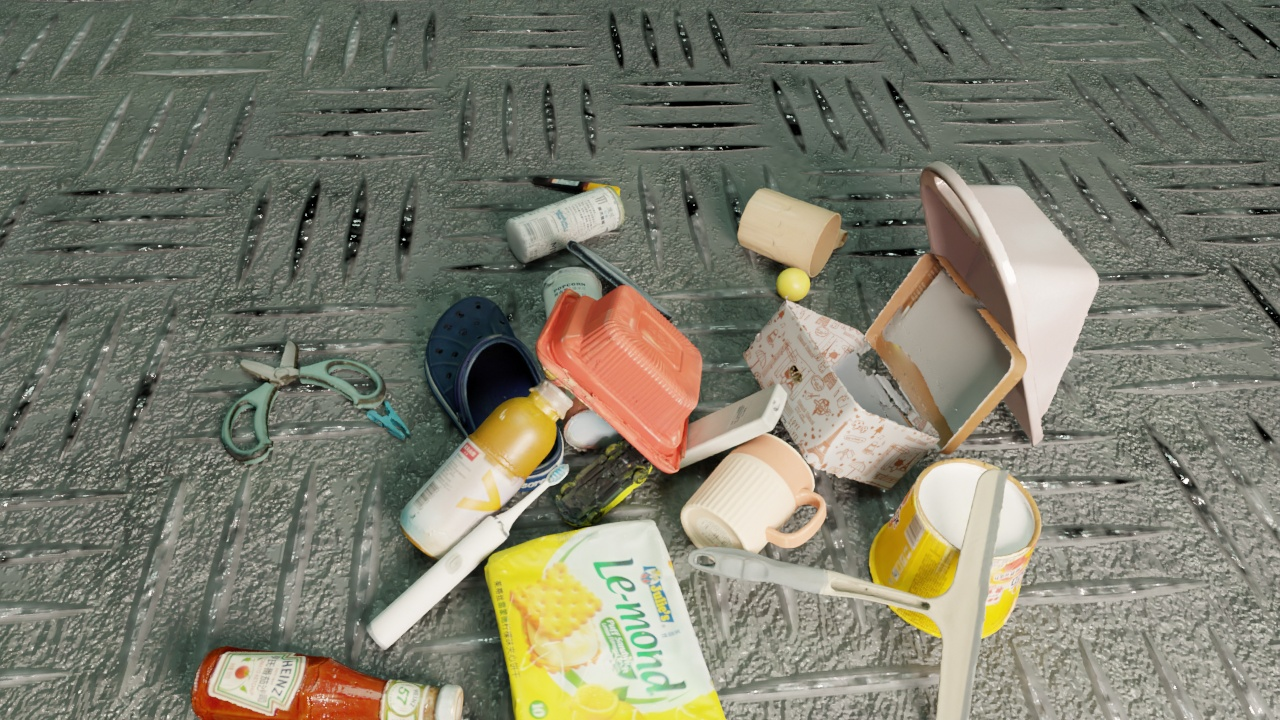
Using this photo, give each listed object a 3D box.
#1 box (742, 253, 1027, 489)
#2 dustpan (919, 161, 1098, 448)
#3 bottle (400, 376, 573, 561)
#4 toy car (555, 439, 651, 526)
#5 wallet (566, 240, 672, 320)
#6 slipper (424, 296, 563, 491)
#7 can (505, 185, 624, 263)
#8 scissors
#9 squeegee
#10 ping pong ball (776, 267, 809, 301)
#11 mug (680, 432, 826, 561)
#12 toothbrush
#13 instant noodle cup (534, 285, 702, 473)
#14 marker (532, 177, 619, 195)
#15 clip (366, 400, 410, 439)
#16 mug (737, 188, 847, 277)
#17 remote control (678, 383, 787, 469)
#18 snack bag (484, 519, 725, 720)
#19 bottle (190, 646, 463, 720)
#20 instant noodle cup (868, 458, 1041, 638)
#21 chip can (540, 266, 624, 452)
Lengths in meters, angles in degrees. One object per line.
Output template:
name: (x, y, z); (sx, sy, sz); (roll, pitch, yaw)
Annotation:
box: (0.240, -0.003, 0.899); (0.156, 0.194, 0.183); (16, 33, -34)
dustpan: (0.338, -0.071, 0.941); (0.138, 0.274, 0.222); (-5, 42, -13)
bottle: (-0.137, 0.097, 0.844); (0.068, 0.068, 0.189); (38, 83, 29)
toy car: (-0.035, 0.123, 0.898); (0.105, 0.032, 0.048); (-39, 59, -19)
wallet: (-0.024, -0.091, 1.066); (0.121, 0.097, 0.019); (40, 97, 27)
slipper: (-0.156, 0.022, 0.948); (0.105, 0.095, 0.252); (-16, 53, -21)
can: (-0.095, -0.173, 1.160); (0.146, 0.058, 0.058); (-25, 52, -25)
scissors: (-0.366, 0.046, 0.963); (0.170, 0.019, 0.178); (16, 48, 10)
squeegee: (0.161, 0.191, 0.777); (0.247, 0.246, 0.039); (9, 1, 18)
ping pong ball: (0.184, -0.092, 1.109); (0.040, 0.040, 0.040); (2, 46, -2)
mug: (0.111, 0.136, 0.853); (0.115, 0.082, 0.105); (22, 49, 35)
toothbrush: (-0.146, 0.166, 0.808); (0.220, 0.026, 0.027); (-41, 91, -14)
instant noodle cup: (-0.005, 0.005, 0.893); (0.189, 0.079, 0.164); (43, 23, -16)
marker: (-0.088, -0.237, 1.254); (0.124, 0.015, 0.018); (10, 45, 10)
clip: (-0.260, 0.064, 0.954); (0.057, 0.015, 0.049); (34, 51, 28)
mug: (0.196, -0.167, 1.164); (0.103, 0.084, 0.124); (27, 26, 23)
remote control: (0.083, 0.067, 0.901); (0.019, 0.135, 0.056); (47, 42, -15)
snack bag: (-0.034, 0.246, 0.754); (0.158, 0.068, 0.246); (-10, 47, -12)
bottle: (-0.245, 0.266, 0.728); (0.206, 0.060, 0.059); (5, 46, 2)
instant noodle cup: (0.285, 0.162, 0.823); (0.138, 0.110, 0.137); (2, 45, -2)
chip can: (-0.061, -0.006, 0.992); (0.071, 0.071, 0.214); (-6, 47, -9)
